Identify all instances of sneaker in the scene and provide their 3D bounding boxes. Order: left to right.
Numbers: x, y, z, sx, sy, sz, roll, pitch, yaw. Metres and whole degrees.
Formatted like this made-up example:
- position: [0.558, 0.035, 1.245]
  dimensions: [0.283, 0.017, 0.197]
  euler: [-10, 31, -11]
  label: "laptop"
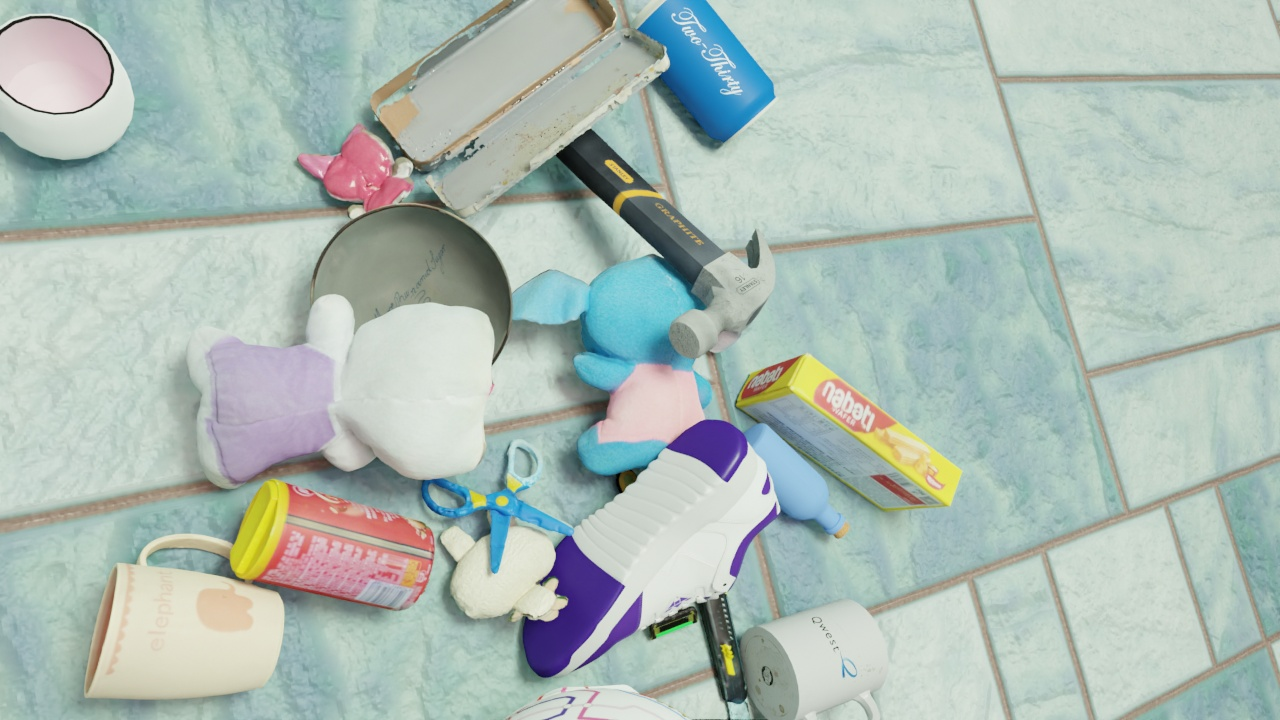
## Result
- position: [0.016, 0.164, 0.736]
  dimensions: [0.244, 0.092, 0.111]
  euler: [-46, 127, 2]
  label: "sneaker"

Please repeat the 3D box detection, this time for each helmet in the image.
- position: [-0.056, 0.362, 0.583]
  dimensions: [0.231, 0.236, 0.314]
  euler: [34, 82, 19]
  label: "helmet"

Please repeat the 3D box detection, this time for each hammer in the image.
- position: [-0.017, -0.139, 0.773]
  dimensions: [0.312, 0.035, 0.139]
  euler: [44, 52, 16]
  label: "hammer"

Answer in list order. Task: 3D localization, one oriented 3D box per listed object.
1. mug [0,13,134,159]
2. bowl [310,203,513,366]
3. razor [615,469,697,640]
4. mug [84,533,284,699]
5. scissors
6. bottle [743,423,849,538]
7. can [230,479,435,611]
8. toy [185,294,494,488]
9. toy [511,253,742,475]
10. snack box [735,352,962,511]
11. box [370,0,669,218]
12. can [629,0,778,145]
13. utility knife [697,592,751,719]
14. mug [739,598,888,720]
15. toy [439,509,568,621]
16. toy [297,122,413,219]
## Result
- position: [-0.412, -0.176, 0.623]
  dimensions: [0.123, 0.076, 0.090]
  euler: [-34, 94, -29]
  label: "mug"
- position: [-0.175, -0.047, 0.709]
  dimensions: [0.150, 0.057, 0.151]
  euler: [-4, 106, -15]
  label: "bowl"
- position: [0.007, 0.161, 0.783]
  dimensions: [0.044, 0.021, 0.144]
  euler: [-16, 86, -17]
  label: "razor"
- position: [-0.295, 0.166, 0.604]
  dimensions: [0.104, 0.085, 0.111]
  euler: [16, 41, -31]
  label: "mug"
- position: [-0.108, 0.109, 0.721]
  dimensions: [0.125, 0.014, 0.130]
  euler: [22, 50, 7]
  label: "scissors"
- position: [0.143, 0.117, 0.847]
  dimensions: [0.131, 0.048, 0.048]
  euler: [43, 63, -11]
  label: "bottle"
- position: [-0.211, 0.131, 0.639]
  dimensions: [0.124, 0.067, 0.066]
  euler: [25, 67, -35]
  label: "can"
- position: [-0.205, 0.023, 0.644]
  dimensions: [0.209, 0.085, 0.138]
  euler: [-5, 97, -12]
  label: "toy"
- position: [-0.005, 0.005, 0.772]
  dimensions: [0.223, 0.099, 0.191]
  euler: [6, 79, -35]
  label: "toy"
- position: [0.194, 0.072, 0.858]
  dimensions: [0.200, 0.092, 0.042]
  euler: [35, 65, -15]
  label: "snack box"
- position: [-0.098, -0.221, 0.752]
  dimensions: [0.216, 0.071, 0.157]
  euler: [-38, 61, -7]
  label: "box"
- position: [0.060, -0.287, 0.886]
  dimensions: [0.146, 0.079, 0.078]
  euler: [48, 62, -9]
  label: "can"
- position: [0.075, 0.253, 0.798]
  dimensions: [0.028, 0.020, 0.233]
  euler: [-12, 86, -26]
  label: "utility knife"
- position: [0.156, 0.273, 0.786]
  dimensions: [0.096, 0.083, 0.119]
  euler: [-8, 54, -28]
  label: "mug"
- position: [-0.104, 0.163, 0.708]
  dimensions: [0.087, 0.050, 0.112]
  euler: [-35, 70, -30]
  label: "toy"
- position: [-0.217, -0.142, 0.730]
  dimensions: [0.065, 0.050, 0.102]
  euler: [-42, 63, -16]
  label: "toy"
